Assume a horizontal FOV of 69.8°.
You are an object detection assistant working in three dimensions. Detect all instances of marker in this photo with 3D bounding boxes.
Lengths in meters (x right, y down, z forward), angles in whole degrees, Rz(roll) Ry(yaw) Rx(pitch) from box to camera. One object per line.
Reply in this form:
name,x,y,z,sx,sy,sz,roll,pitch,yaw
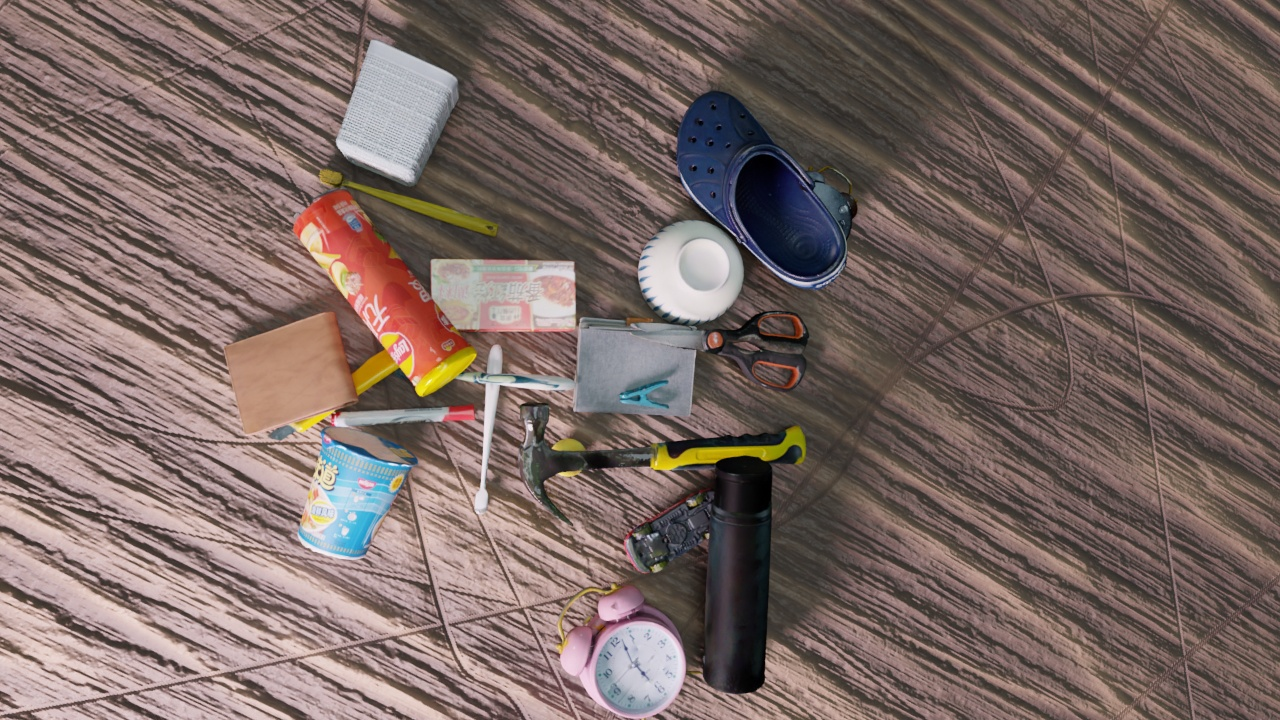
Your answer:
marker,-0.246,0.058,0.957,0.145,0.017,0.017,-3,89,-11

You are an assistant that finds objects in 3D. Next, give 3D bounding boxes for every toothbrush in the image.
toothbrush,-0.242,-0.166,0.963,0.190,0.017,0.015,17,86,-10
toothbrush,-0.161,0.072,0.976,0.016,0.016,0.180,5,85,-10
toothbrush,-0.163,0.018,0.962,0.191,0.018,0.016,4,83,-3

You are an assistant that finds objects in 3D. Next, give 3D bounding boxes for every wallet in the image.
wallet,-0.351,0.013,0.923,0.115,0.020,0.101,-18,74,-6
wallet,-0.006,0.006,0.995,0.129,0.037,0.106,3,99,-11

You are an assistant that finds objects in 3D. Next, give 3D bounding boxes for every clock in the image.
clock,-0.020,0.307,0.973,0.117,0.060,0.158,-44,95,-10
clock,0.196,-0.164,1.028,0.082,0.055,0.122,34,82,-7

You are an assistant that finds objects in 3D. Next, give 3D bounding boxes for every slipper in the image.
slipper,0.117,-0.180,0.961,0.105,0.095,0.252,-37,74,4

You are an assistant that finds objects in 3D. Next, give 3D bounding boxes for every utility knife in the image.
utility knife,-0.305,0.032,0.943,0.176,0.033,0.015,-34,137,-7

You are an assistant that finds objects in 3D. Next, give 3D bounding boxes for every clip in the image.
clip,0.004,0.038,0.977,0.055,0.013,0.034,-1,101,-13

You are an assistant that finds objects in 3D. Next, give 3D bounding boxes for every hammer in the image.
hammer,0.030,0.104,0.977,0.322,0.032,0.126,-1,95,-21

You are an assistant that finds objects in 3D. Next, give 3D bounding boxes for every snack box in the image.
snack box,-0.145,-0.068,0.975,0.152,0.025,0.075,0,88,-11

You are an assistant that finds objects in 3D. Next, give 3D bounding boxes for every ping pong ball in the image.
ping pong ball,-0.077,0.103,0.976,0.040,0.040,0.040,0,88,-11

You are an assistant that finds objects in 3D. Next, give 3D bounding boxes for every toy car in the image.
toy car,0.038,0.184,0.994,0.120,0.045,0.053,-28,93,-16

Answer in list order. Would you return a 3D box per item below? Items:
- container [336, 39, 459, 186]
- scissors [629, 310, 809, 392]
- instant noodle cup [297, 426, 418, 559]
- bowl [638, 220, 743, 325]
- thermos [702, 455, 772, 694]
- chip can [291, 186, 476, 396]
container,-0.247,-0.245,0.929,0.090,0.090,0.111,22,87,-9
scissors,0.089,-0.005,0.989,0.234,0.022,0.139,-16,100,-27
instant noodle cup,-0.288,0.134,0.914,0.099,0.099,0.110,22,93,-10
bowl,0.060,-0.097,0.994,0.116,0.066,0.116,0,88,-11
thermos,0.109,0.223,0.974,0.068,0.089,0.243,8,104,26
chip can,-0.255,-0.068,0.916,0.073,0.073,0.216,-38,86,-10
